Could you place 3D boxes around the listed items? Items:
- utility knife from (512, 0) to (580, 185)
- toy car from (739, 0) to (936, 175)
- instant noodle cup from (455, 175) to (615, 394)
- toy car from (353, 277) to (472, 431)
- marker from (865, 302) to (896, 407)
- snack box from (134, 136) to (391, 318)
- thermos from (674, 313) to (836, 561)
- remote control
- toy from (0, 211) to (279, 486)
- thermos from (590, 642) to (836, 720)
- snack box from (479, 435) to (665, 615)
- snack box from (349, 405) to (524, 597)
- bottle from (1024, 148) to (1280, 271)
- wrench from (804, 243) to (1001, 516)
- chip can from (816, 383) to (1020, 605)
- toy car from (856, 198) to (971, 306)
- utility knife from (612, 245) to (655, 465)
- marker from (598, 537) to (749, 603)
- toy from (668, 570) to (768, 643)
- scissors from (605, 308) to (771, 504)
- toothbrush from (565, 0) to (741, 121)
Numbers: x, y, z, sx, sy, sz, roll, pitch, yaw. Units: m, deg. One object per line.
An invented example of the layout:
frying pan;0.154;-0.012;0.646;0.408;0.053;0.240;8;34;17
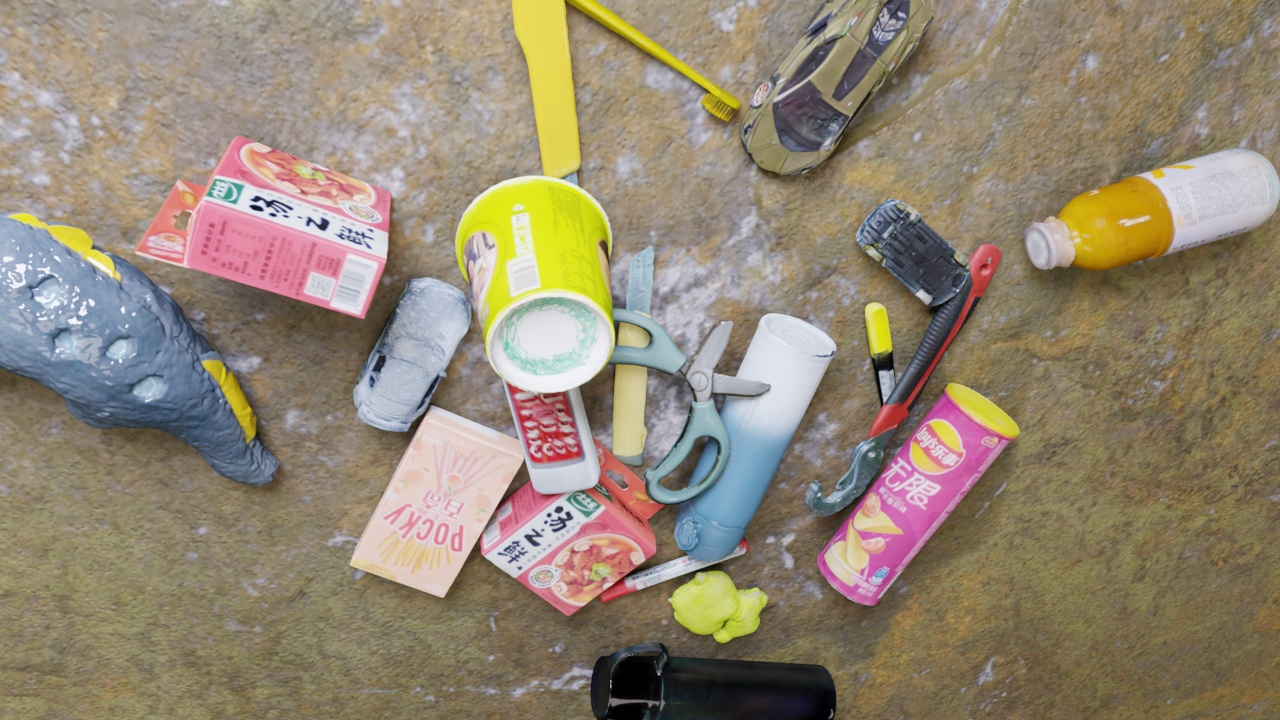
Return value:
utility knife;-0.059;-0.161;0.606;0.033;0.015;0.216;-6;129;-3
toy car;0.132;-0.194;0.625;0.070;0.042;0.158;26;114;-26
instant noodle cup;-0.065;-0.044;0.608;0.111;0.123;0.112;-6;129;-8
toy car;-0.166;-0.003;0.669;0.054;0.036;0.121;22;110;-25
marker;0.206;0.002;0.779;0.018;0.015;0.124;-25;127;-7
snack box;-0.220;-0.086;0.556;0.127;0.113;0.044;17;116;-23
thermos;0.088;0.070;0.758;0.070;0.070;0.221;11;117;-20
remote control;-0.071;0.039;0.700;0.056;0.020;0.136;-9;107;12
toy;-0.372;-0.022;0.581;0.356;0.091;0.138;35;134;-28
thermos;0.077;0.323;0.907;0.242;0.068;0.090;11;122;-20
snack box;-0.053;0.143;0.779;0.127;0.044;0.113;-39;121;11
snack box;-0.164;0.117;0.741;0.084;0.026;0.157;24;112;-18
bottle;0.400;-0.114;0.724;0.189;0.068;0.068;-16;123;-4
wrench;0.225;0.023;0.782;0.056;0.016;0.274;18;110;-36
chip can;0.245;0.123;0.828;0.071;0.071;0.211;21;114;-25
toy car;0.213;-0.084;0.716;0.105;0.031;0.049;34;108;-27
utility knife;-0.004;0.004;0.723;0.031;0.021;0.205;-6;129;-15
marker;0.030;0.193;0.848;0.145;0.017;0.017;-19;123;-3
toy;0.074;0.237;0.878;0.100;0.031;0.097;2;122;-16
scissors;0.005;0.031;0.712;0.170;0.019;0.172;20;117;-1
toothbrush;-0.011;-0.210;0.593;0.190;0.015;0.017;26;117;-27
